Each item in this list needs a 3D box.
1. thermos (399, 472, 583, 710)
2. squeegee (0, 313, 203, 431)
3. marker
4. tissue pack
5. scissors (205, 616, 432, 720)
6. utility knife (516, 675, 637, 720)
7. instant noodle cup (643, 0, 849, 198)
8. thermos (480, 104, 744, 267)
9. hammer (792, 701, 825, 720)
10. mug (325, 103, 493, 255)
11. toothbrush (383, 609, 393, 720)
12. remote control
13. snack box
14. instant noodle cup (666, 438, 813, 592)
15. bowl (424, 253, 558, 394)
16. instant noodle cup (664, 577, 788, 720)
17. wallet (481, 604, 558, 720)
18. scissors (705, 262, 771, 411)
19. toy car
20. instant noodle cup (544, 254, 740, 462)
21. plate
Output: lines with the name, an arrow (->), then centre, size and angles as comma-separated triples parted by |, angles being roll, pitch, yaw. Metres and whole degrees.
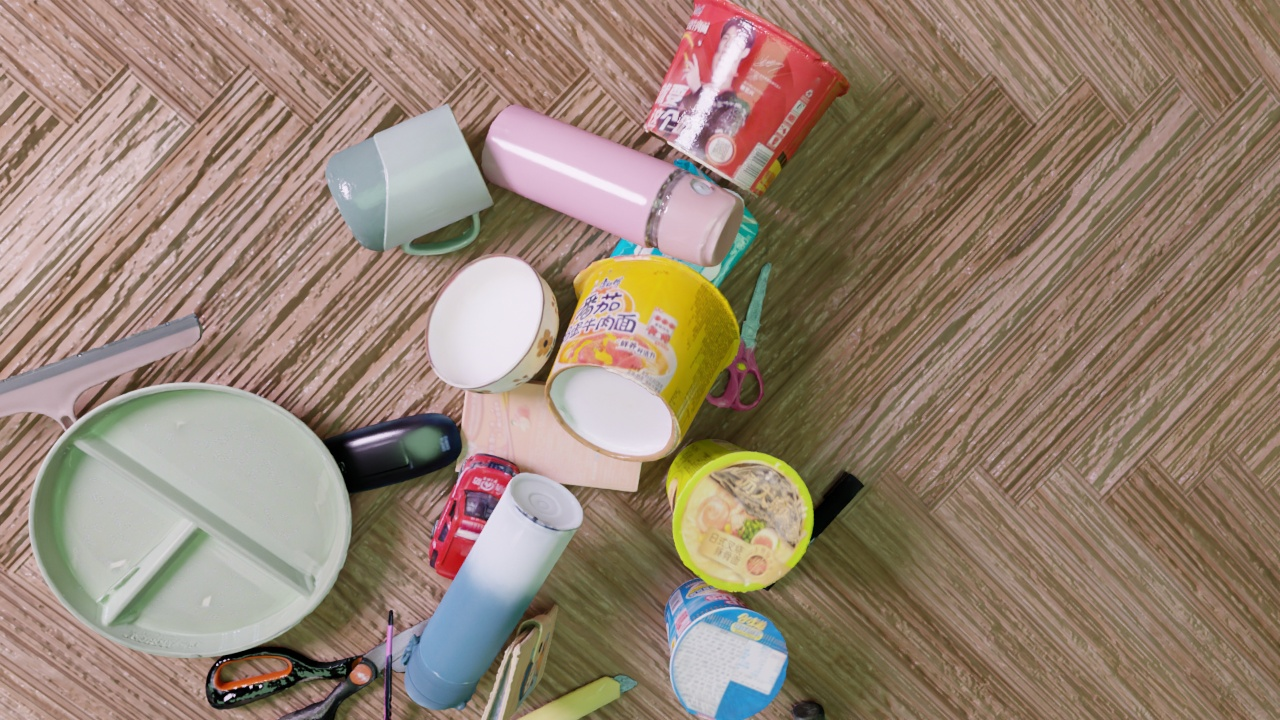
thermos -> -0.125, 0.191, 0.734 | 0.070, 0.070, 0.221 | 27, 112, -12
squeegee -> -0.422, 0.116, 0.732 | 0.247, 0.040, 0.250 | -20, 107, -9
marker -> 0.152, 0.155, 0.835 | 0.022, 0.020, 0.132 | 42, 91, 4
tissue pack -> 0.030, -0.088, 0.761 | 0.093, 0.050, 0.133 | 33, 93, -11
scissors -> -0.263, 0.266, 0.789 | 0.190, 0.021, 0.229 | 39, 92, -13
utility knife -> -0.080, 0.325, 0.829 | 0.166, 0.018, 0.031 | -24, 106, -3
instant noodle cup -> 0.074, -0.200, 0.711 | 0.138, 0.137, 0.109 | 29, 102, -12
thermos -> -0.016, -0.137, 0.703 | 0.199, 0.087, 0.067 | 23, 131, 16
hammer -> 0.026, 0.416, 0.852 | 0.323, 0.032, 0.126 | -12, 100, -7
mug -> -0.174, -0.128, 0.715 | 0.106, 0.082, 0.112 | -25, 133, -4
toothbrush -> -0.215, 0.295, 0.789 | 0.017, 0.014, 0.189 | 1, 111, -20
remote control -> -0.214, 0.079, 0.753 | 0.136, 0.024, 0.053 | -15, 99, 6
snack box -> -0.074, 0.061, 0.781 | 0.157, 0.026, 0.084 | 8, 99, -9
instant noodle cup -> 0.071, 0.117, 0.764 | 0.111, 0.123, 0.112 | -1, 98, -8
bowl -> -0.109, -0.023, 0.735 | 0.113, 0.113, 0.062 | -54, 145, 2
instant noodle cup -> 0.063, 0.238, 0.789 | 0.099, 0.110, 0.099 | -1, 98, -8
wallet -> -0.098, 0.253, 0.766 | 0.024, 0.115, 0.087 | 22, 95, 11
scissors -> 0.094, -0.021, 0.801 | 0.056, 0.017, 0.133 | 15, 93, -5
toy car -> -0.138, 0.132, 0.761 | 0.053, 0.045, 0.121 | 18, 114, -17
instant noodle cup -> -0.004, 0.004, 0.709 | 0.138, 0.138, 0.109 | 37, 50, -12
plate -> -0.346, 0.125, 0.720 | 0.230, 0.027, 0.230 | -4, 105, -14
